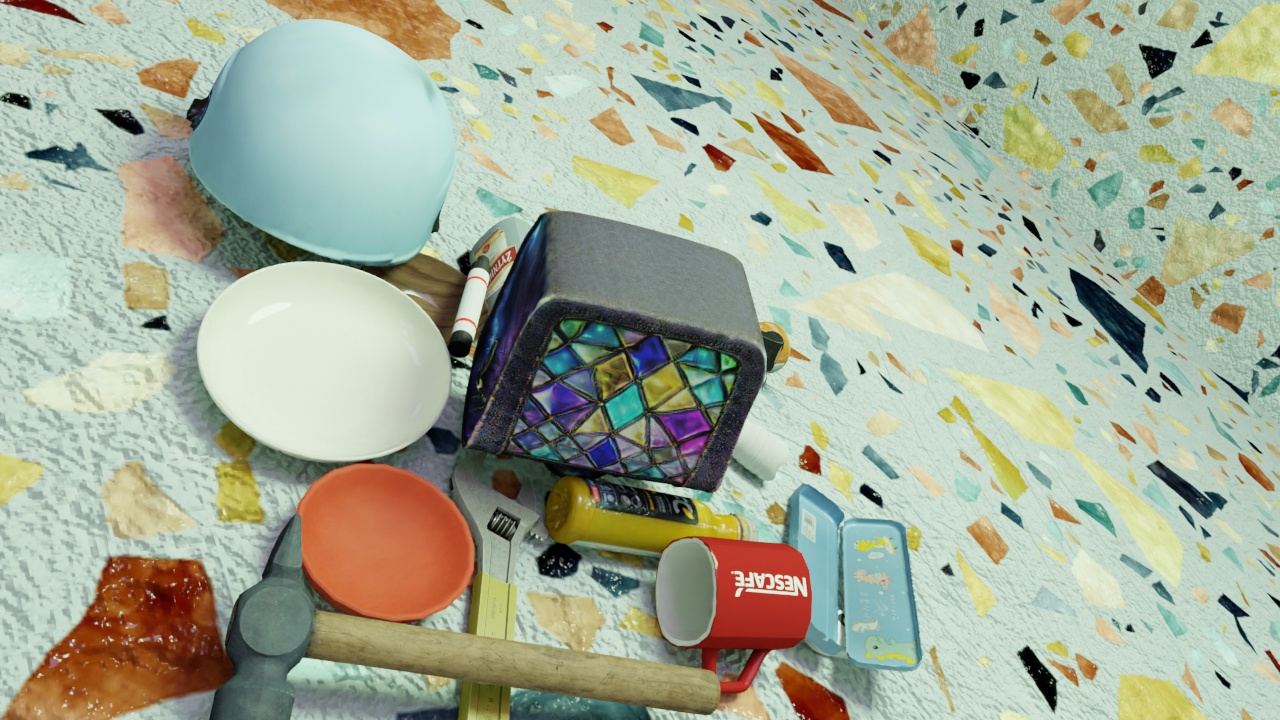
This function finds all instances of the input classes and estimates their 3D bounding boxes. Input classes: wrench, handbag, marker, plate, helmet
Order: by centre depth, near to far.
[{"bbox_3d":[-0.106,0.171,0.639,0.083,0.018,0.272,23,36,-20],"label":"wrench"},{"bbox_3d":[-0.236,0.005,0.692,0.182,0.034,0.182,17,47,-19],"label":"plate"},{"bbox_3d":[-0.023,0.015,0.720,0.204,0.223,0.125,12,39,-15],"label":"handbag"},{"bbox_3d":[-0.267,-0.199,0.802,0.225,0.167,0.265,20,31,-23],"label":"helmet"},{"bbox_3d":[-0.149,-0.055,0.813,0.019,0.019,0.145,25,35,-18],"label":"marker"}]

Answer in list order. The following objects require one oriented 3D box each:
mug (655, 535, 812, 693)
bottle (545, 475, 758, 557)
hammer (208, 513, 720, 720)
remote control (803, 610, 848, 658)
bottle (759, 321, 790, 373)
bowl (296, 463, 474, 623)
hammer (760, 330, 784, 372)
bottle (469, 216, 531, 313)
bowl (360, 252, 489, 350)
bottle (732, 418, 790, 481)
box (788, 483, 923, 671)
[{"bbox_3d":[0.073,0.200,0.720,0.096,0.081,0.116,12,70,-32],"label":"mug"},{"bbox_3d":[0.015,0.136,0.760,0.186,0.053,0.053,15,39,-29],"label":"bottle"},{"bbox_3d":[-0.086,0.186,0.570,0.321,0.040,0.129,18,53,-26],"label":"hammer"},{"bbox_3d":[0.198,0.249,0.825,0.136,0.013,0.043,18,38,-26],"label":"remote control"},{"bbox_3d":[0.086,-0.009,1.000,0.166,0.059,0.059,-6,51,-35],"label":"bottle"},{"bbox_3d":[-0.174,0.128,0.614,0.122,0.035,0.121,24,35,-19],"label":"bowl"},{"bbox_3d":[-0.003,-0.065,0.932,0.305,0.040,0.132,24,12,10],"label":"hammer"},{"bbox_3d":[-0.119,-0.060,0.860,0.046,0.072,0.161,30,30,-41],"label":"bottle"},{"bbox_3d":[-0.194,-0.045,0.810,0.119,0.032,0.119,24,35,-19],"label":"bowl"},{"bbox_3d":[0.085,0.067,0.916,0.136,0.044,0.044,35,33,-3],"label":"bottle"},{"bbox_3d":[0.191,0.198,0.845,0.126,0.039,0.208,22,28,0],"label":"box"}]
